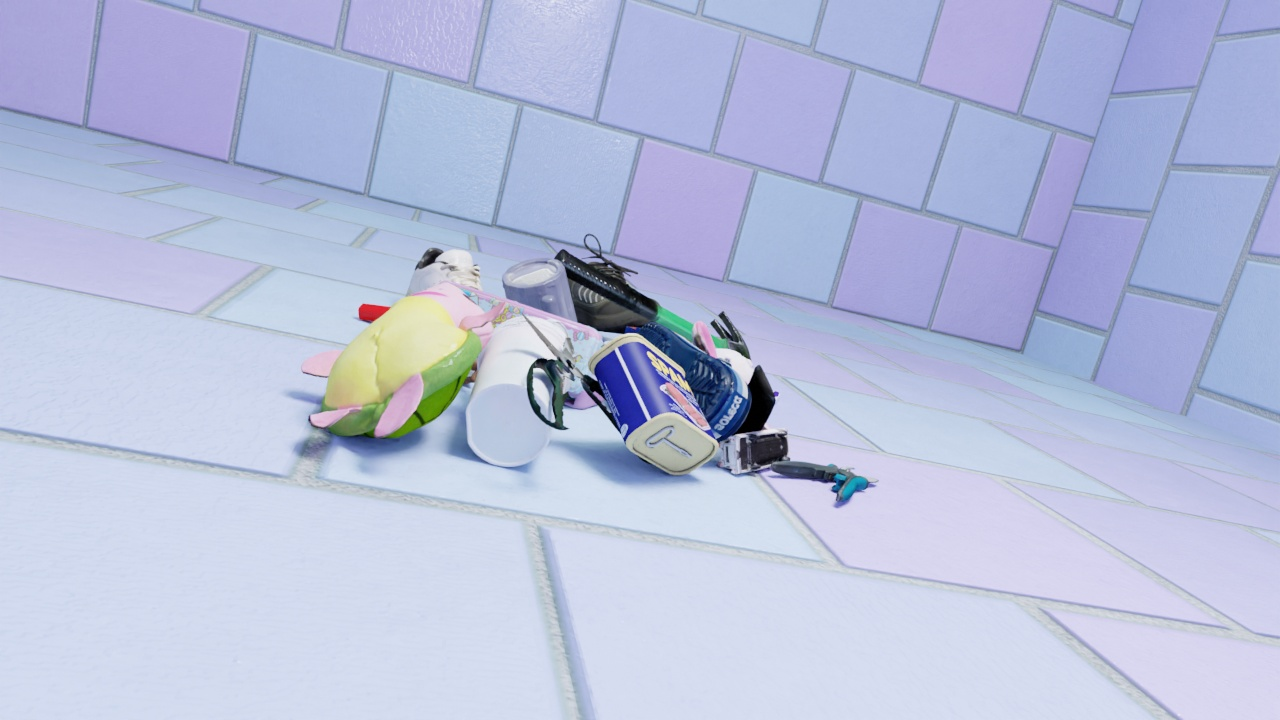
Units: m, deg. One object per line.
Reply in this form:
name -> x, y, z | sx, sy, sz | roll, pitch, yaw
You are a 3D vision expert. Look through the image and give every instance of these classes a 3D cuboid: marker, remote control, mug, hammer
marker -> -0.274, -0.051, 1.119 | 0.145, 0.021, 0.023 | 7, -14, 13
remote control -> 0.113, 0.050, 0.940 | 0.020, 0.041, 0.152 | -18, -21, -13
mug -> -0.118, -0.056, 1.137 | 0.083, 0.104, 0.124 | -16, 33, -11
hammer -> 0.022, -0.064, 1.238 | 0.318, 0.032, 0.130 | 27, 39, -25

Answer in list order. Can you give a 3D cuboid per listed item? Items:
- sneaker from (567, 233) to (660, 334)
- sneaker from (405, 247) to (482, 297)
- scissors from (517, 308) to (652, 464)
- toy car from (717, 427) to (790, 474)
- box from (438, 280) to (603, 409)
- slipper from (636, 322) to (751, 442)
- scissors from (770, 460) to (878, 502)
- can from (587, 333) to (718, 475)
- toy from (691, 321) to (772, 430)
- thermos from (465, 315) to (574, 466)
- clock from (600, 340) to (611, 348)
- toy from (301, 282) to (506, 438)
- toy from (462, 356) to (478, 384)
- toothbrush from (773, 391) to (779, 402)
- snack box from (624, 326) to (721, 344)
sneaker -> -0.043, -0.112, 1.374 | 0.101, 0.143, 0.238 | 6, 1, -41
sneaker -> -0.234, -0.090, 1.208 | 0.088, 0.102, 0.242 | 6, 14, -39
scissors -> -0.043, 0.040, 0.786 | 0.201, 0.015, 0.201 | 48, 15, -19
toy car -> 0.116, 0.091, 0.930 | 0.039, 0.039, 0.113 | -4, -2, 33
box -> -0.137, -0.024, 1.021 | 0.214, 0.093, 0.089 | 18, 12, 20
slipper -> 0.046, 0.035, 0.978 | 0.095, 0.105, 0.253 | 31, 1, -25
scissors -> 0.191, 0.118, 0.932 | 0.124, 0.019, 0.155 | 17, 9, 3
can -> 0.014, 0.042, 0.819 | 0.116, 0.057, 0.092 | 37, 22, -51
toy -> 0.096, 0.020, 1.127 | 0.159, 0.084, 0.194 | 55, 1, -6
thermos -> -0.112, 0.023, 0.832 | 0.099, 0.099, 0.220 | 14, 14, -5
clock -> -0.007, 0.007, 1.179 | 0.119, 0.042, 0.094 | 14, 11, 0
toy -> -0.189, 0.002, 0.751 | 0.190, 0.088, 0.237 | -19, 21, 13
toy -> -0.209, -0.001, 0.946 | 0.102, 0.041, 0.055 | 9, -4, 7
toothbrush -> 0.170, 0.058, 1.229 | 0.016, 0.015, 0.186 | 23, 12, 15
snack box -> 0.060, -0.009, 1.319 | 0.206, 0.056, 0.057 | 5, 16, -44
